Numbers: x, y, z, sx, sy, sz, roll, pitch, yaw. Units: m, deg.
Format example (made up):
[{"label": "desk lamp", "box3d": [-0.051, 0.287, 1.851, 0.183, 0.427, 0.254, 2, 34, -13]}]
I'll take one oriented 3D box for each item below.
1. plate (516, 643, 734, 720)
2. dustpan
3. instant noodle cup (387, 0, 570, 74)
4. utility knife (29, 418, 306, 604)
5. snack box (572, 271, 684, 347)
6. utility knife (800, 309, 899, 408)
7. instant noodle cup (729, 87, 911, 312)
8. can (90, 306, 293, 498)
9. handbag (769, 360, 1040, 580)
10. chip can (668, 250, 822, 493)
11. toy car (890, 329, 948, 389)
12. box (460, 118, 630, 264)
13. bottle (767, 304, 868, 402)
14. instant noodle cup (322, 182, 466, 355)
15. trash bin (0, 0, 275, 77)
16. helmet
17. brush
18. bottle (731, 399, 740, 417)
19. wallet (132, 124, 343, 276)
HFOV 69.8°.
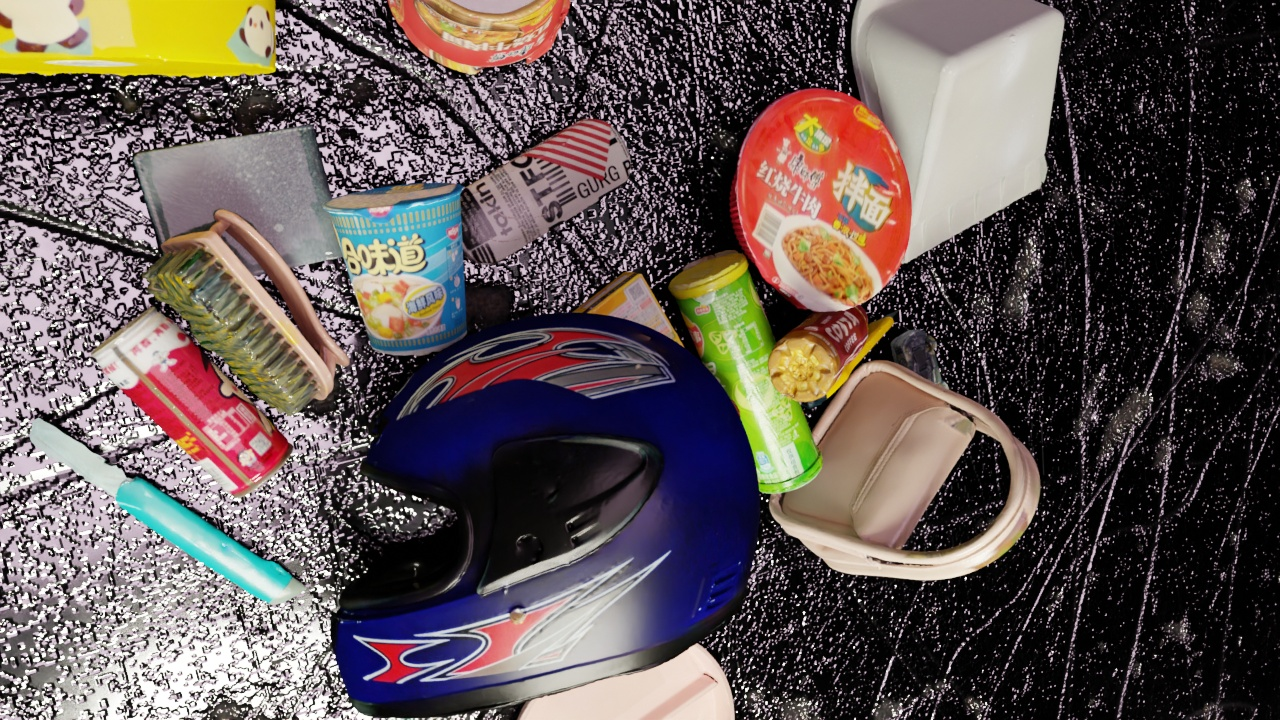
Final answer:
[{"label": "plate", "box3d": [-0.018, 0.350, 0.833, 0.229, 0.028, 0.229, -4, 100, -26]}, {"label": "dustpan", "box3d": [0.304, -0.274, 0.920, 0.222, 0.142, 0.258, -28, 138, -21]}, {"label": "instant noodle cup", "box3d": [-0.109, -0.279, 0.632, 0.137, 0.108, 0.138, -1, 96, -13]}, {"label": "utility knife", "box3d": [-0.328, 0.111, 0.644, 0.029, 0.013, 0.218, -49, 118, -11]}, {"label": "snack box", "box3d": [-0.005, 0.005, 0.787, 0.086, 0.034, 0.140, -39, 111, -17]}, {"label": "utility knife", "box3d": [0.203, -0.003, 0.876, 0.171, 0.033, 0.015, -40, 107, -34]}, {"label": "instant noodle cup", "box3d": [0.149, -0.139, 0.819, 0.193, 0.066, 0.194, 1, 89, -28]}, {"label": "can", "box3d": [-0.302, 0.029, 0.623, 0.053, 0.053, 0.133, -43, 114, -16]}, {"label": "handbag", "box3d": [0.243, 0.108, 0.815, 0.093, 0.234, 0.193, 38, 79, -25]}, {"label": "chip can", "box3d": [0.097, 0.016, 0.818, 0.072, 0.073, 0.221, -31, 110, -21]}, {"label": "toy car", "box3d": [0.282, 0.012, 0.936, 0.042, 0.034, 0.090, -34, 113, -22]}, {"label": "box", "box3d": [-0.077, -0.134, 0.721, 0.164, 0.051, 0.068, -38, 93, -18]}, {"label": "bottle", "box3d": [0.164, -0.016, 0.813, 0.174, 0.058, 0.057, -33, 116, -60]}, {"label": "instant noodle cup", "box3d": [-0.169, -0.065, 0.661, 0.099, 0.099, 0.110, -15, 112, -25]}, {"label": "trash bin", "box3d": [-0.303, -0.289, 0.490, 0.229, 0.230, 0.255, -8, 107, -26]}, {"label": "helmet", "box3d": [-0.077, 0.092, 0.653, 0.315, 0.247, 0.240, -15, 88, -4]}, {"label": "brush", "box3d": [-0.259, -0.028, 0.628, 0.146, 0.063, 0.072, 58, 47, -33]}, {"label": "bottle", "box3d": [0.065, 0.128, 0.812, 0.059, 0.060, 0.206, -20, 121, -24]}, {"label": "wallet", "box3d": [-0.276, -0.106, 0.638, 0.120, 0.019, 0.097, -17, 106, -23]}]
